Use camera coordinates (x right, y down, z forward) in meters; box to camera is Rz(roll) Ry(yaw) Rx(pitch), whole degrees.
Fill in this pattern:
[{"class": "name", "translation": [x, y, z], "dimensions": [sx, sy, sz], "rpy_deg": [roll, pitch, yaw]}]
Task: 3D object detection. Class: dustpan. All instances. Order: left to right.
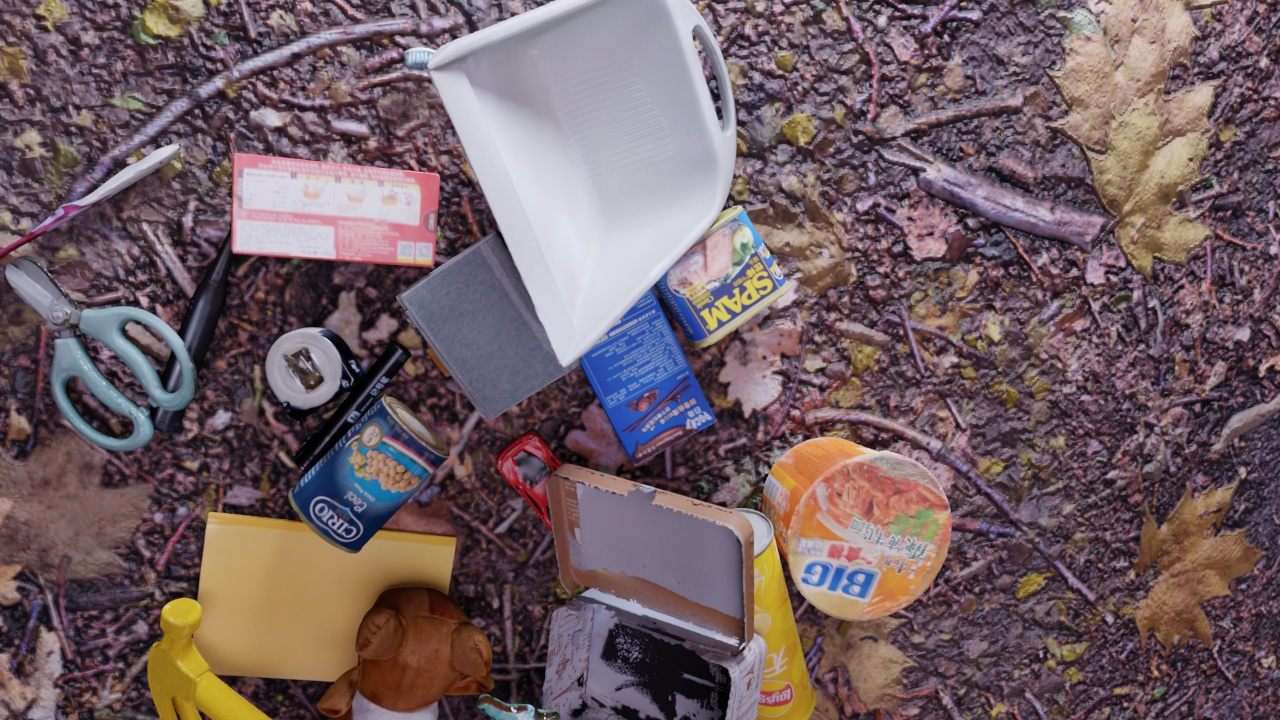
[{"class": "dustpan", "translation": [-0.009, -0.164, 0.673], "dimensions": [0.143, 0.257, 0.223], "rpy_deg": [-15, 117, 16]}]

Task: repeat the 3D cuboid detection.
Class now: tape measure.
[{"class": "tape measure", "translation": [-0.265, 0.007, 0.736], "dimensions": [0.066, 0.033, 0.066], "rpy_deg": [-33, 95, 4]}]

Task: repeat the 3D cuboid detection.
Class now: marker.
[{"class": "marker", "translation": [-0.240, 0.038, 0.763], "dimensions": [0.022, 0.020, 0.132], "rpy_deg": [41, 92, 12]}]

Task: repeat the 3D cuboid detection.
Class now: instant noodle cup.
[{"class": "instant noodle cup", "translation": [0.184, 0.140, 0.826], "dimensions": [0.151, 0.111, 0.151], "rpy_deg": [-2, 101, -12]}]

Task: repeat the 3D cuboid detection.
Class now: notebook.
[{"class": "notebook", "translation": [-0.273, 0.211, 0.793], "dimensions": [0.206, 0.010, 0.146], "rpy_deg": [8, 99, -14]}]

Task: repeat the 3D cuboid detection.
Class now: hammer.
[{"class": "hammer", "translation": [-0.274, 0.312, 0.721], "dimensions": [0.301, 0.032, 0.129], "rpy_deg": [28, 116, 16]}]

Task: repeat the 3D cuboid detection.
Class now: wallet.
[{"class": "wallet", "translation": [-0.127, -0.025, 0.763], "dimensions": [0.107, 0.037, 0.130], "rpy_deg": [-31, 104, 8]}]

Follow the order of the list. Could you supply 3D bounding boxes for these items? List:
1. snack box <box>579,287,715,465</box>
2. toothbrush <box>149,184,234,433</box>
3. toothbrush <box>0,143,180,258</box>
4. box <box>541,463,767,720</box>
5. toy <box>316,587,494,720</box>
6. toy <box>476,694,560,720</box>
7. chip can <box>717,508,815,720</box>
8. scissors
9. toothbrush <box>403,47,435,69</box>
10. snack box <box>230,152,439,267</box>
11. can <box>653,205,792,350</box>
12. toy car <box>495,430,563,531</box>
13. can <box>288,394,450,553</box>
[{"class": "snack box", "translation": [-0.005, 0.005, 0.802], "dimensions": [0.084, 0.026, 0.157], "rpy_deg": [-28, 105, -5]}, {"class": "toothbrush", "translation": [-0.341, -0.045, 0.720], "dimensions": [0.027, 0.026, 0.213], "rpy_deg": [19, 96, -27]}, {"class": "toothbrush", "translation": [-0.432, -0.116, 0.692], "dimensions": [0.187, 0.016, 0.017], "rpy_deg": [-32, 96, -4]}, {"class": "box", "translation": [0.010, 0.218, 0.762], "dimensions": [0.179, 0.102, 0.261], "rpy_deg": [11, 102, 28]}, {"class": "toy", "translation": [-0.200, 0.294, 0.764], "dimensions": [0.140, 0.130, 0.200], "rpy_deg": [19, 106, -22]}, {"class": "toy", "translation": [-0.114, 0.314, 0.779], "dimensions": [0.092, 0.030, 0.096], "rpy_deg": [-38, 122, 20]}, {"class": "chip can", "translation": [0.105, 0.237, 0.825], "dimensions": [0.072, 0.072, 0.213], "rpy_deg": [-20, 119, -8]}, {"class": "scissors", "translation": [-0.434, 0.002, 0.703], "dimensions": [0.185, 0.019, 0.129], "rpy_deg": [29, 95, -1]}, {"class": "toothbrush", "translation": [-0.078, -0.254, 0.735], "dimensions": [0.221, 0.026, 0.027], "rpy_deg": [-10, 145, -10]}, {"class": "snack box", "translation": [-0.237, -0.116, 0.718], "dimensions": [0.152, 0.025, 0.075], "rpy_deg": [2, 100, -21]}, {"class": "can", "translation": [0.065, -0.072, 0.788], "dimensions": [0.102, 0.057, 0.083], "rpy_deg": [-35, 104, -4]}, {"class": "toy car", "translation": [-0.080, 0.112, 0.806], "dimensions": [0.049, 0.031, 0.106], "rpy_deg": [-38, 108, -2]}, {"class": "can", "translation": [-0.219, 0.091, 0.748], "dimensions": [0.111, 0.075, 0.075], "rpy_deg": [-46, 106, -1]}]
